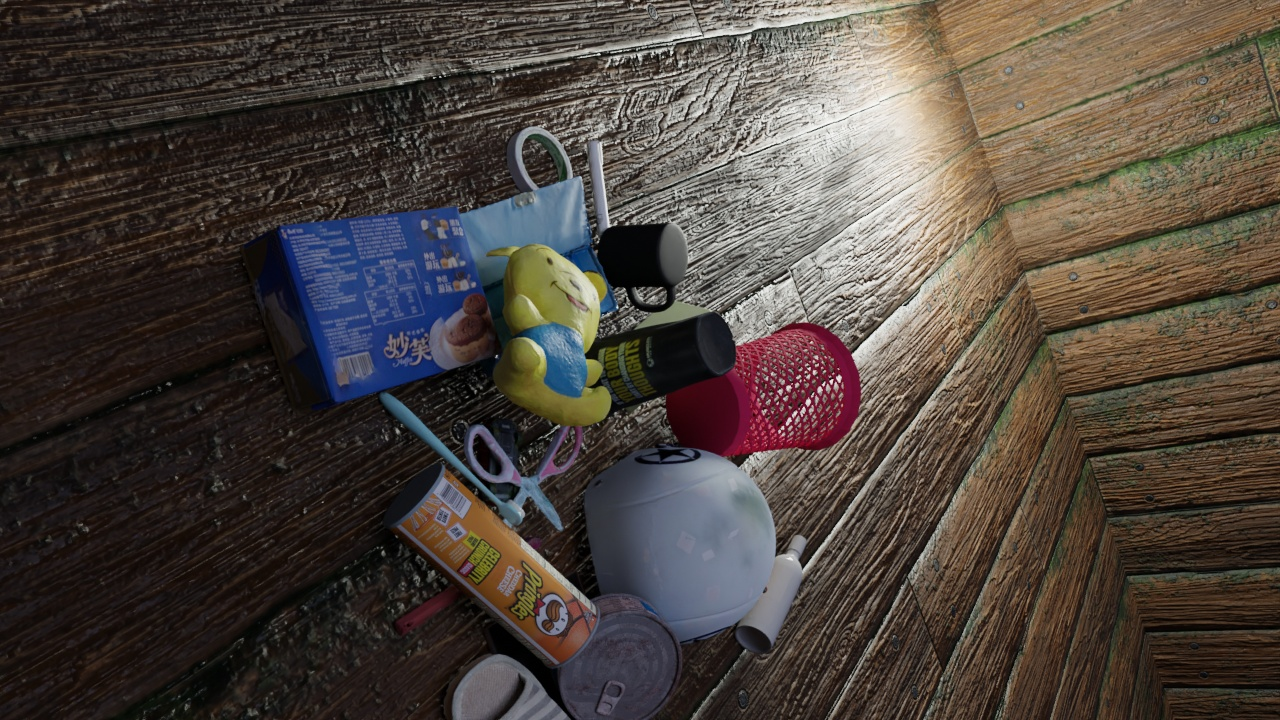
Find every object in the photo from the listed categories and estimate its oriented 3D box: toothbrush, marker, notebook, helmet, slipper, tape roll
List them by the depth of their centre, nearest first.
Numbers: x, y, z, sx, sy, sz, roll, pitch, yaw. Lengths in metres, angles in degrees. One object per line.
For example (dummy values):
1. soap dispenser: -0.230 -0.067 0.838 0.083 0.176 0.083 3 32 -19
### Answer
1. toothbrush: -0.179 0.092 0.869 0.180 0.016 0.016 43 21 -3
2. slipper: -0.095 0.404 0.880 0.114 0.054 0.273 -41 109 -45
3. toothbrush: -0.163 0.216 0.896 0.189 0.017 0.016 -25 99 -52
4. notebook: -0.081 0.346 0.960 0.141 0.008 0.209 -23 96 -52
5. helmet: 0.070 0.208 1.070 0.263 0.164 0.236 -2 81 -52
6. tape roll: -0.120 -0.233 1.100 0.093 0.018 0.093 20 63 -46
7. marker: -0.052 -0.217 1.176 0.017 0.020 0.133 10 70 -59

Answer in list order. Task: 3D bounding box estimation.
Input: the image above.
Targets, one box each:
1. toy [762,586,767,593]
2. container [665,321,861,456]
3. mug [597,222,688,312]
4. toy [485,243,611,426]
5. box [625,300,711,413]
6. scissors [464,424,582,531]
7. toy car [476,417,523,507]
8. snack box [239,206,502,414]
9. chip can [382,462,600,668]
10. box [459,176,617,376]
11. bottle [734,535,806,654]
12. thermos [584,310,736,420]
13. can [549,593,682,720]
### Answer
1. toy: 0.137 0.262 1.205 0.046 0.084 0.103 12 47 -16
2. container: 0.156 0.050 1.233 0.225 0.184 0.183 -9 85 -44
3. mug: 0.007 -0.115 1.154 0.078 0.088 0.114 -40 124 -50
4. toy: -0.094 -0.031 0.921 0.149 0.084 0.213 42 28 -39
5. box: 0.033 -0.012 1.172 0.187 0.078 0.090 -42 110 -50
6. scissors: -0.116 0.110 0.940 0.172 0.013 0.170 57 49 -35
7. toy car: -0.146 0.104 0.937 0.042 0.036 0.091 13 69 -50
8. snack box: -0.240 -0.052 0.848 0.202 0.069 0.155 -21 95 -52
9. chip can: -0.137 0.195 0.863 0.215 0.075 0.075 47 45 -19
10. box: -0.121 -0.101 1.033 0.230 0.048 0.177 -31 110 -51
11. bottle: 0.190 0.314 1.270 0.052 0.053 0.194 60 40 -18
12. thermos: -0.006 0.006 0.995 0.098 0.221 0.098 23 59 -45
13. can: -0.025 0.308 0.939 0.129 0.044 0.130 -4 101 -18
